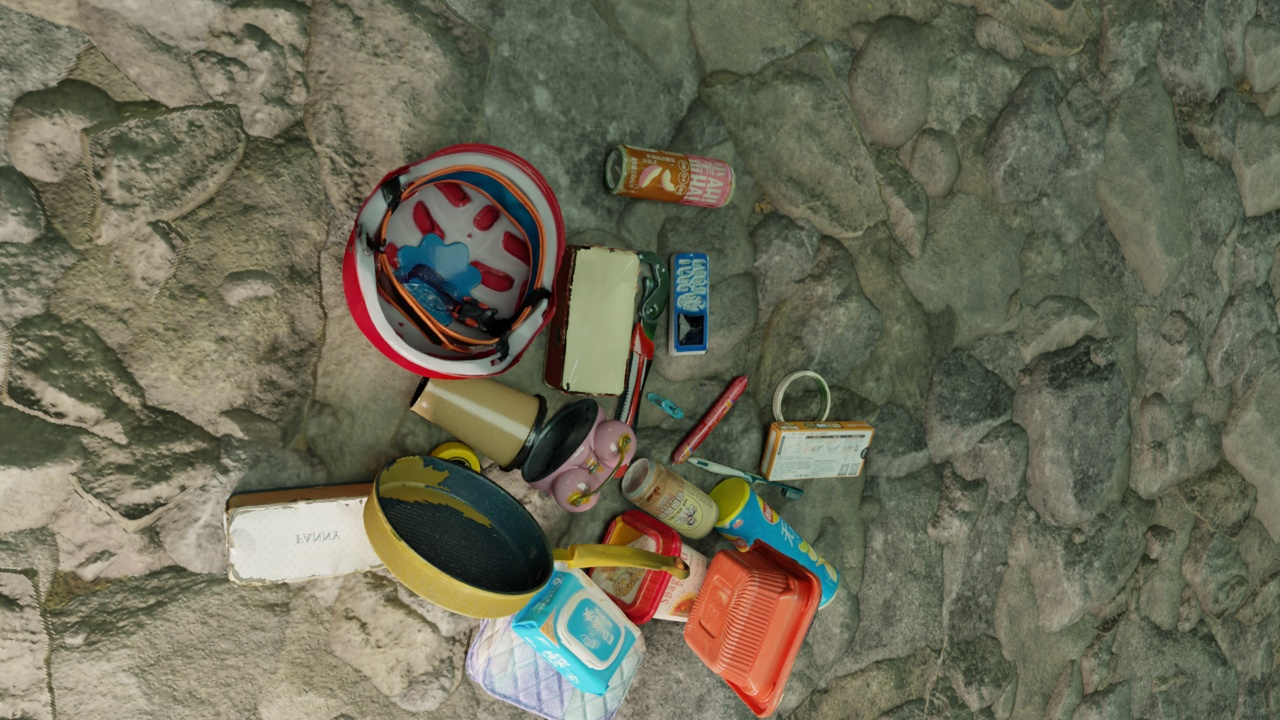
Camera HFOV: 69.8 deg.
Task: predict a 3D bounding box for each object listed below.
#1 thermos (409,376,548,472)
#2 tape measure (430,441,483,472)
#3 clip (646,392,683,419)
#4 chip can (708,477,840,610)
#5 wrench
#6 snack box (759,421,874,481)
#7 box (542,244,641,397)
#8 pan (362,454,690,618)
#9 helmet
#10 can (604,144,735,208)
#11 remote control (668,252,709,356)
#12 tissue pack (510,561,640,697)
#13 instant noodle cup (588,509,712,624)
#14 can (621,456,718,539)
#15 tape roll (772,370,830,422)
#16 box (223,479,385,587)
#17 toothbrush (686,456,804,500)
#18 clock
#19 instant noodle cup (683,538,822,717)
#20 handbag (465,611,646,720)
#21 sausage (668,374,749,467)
[{"bbox_3d":[-0.170,0.057,0.987,0.143,0.093,0.093,28,84,-18],"label":"thermos"},{"bbox_3d":[-0.205,0.117,1.002,0.060,0.029,0.057,23,103,-28],"label":"tape measure"},{"bbox_3d":[0.034,0.057,1.120,0.054,0.033,0.013,35,83,-40],"label":"clip"},{"bbox_3d":[0.172,0.240,1.185,0.210,0.071,0.071,44,77,-24],"label":"chip can"},{"bbox_3d":[-0.006,0.006,1.096,0.056,0.016,0.273,8,93,-27],"label":"wrench"},{"bbox_3d":[0.234,0.119,1.215,0.153,0.026,0.075,1,113,-26],"label":"snack box"},{"bbox_3d":[-0.051,-0.044,1.034,0.091,0.076,0.168,4,96,-26],"label":"box"},{"bbox_3d":[-0.106,0.188,0.939,0.357,0.197,0.078,26,109,-28],"label":"pan"},{"bbox_3d":[-0.194,-0.091,0.923,0.207,0.144,0.239,39,60,-19],"label":"helmet"},{"bbox_3d":[0.035,-0.212,1.064,0.147,0.058,0.058,3,96,-27],"label":"can"},{"bbox_3d":[0.058,-0.068,1.114,0.049,0.024,0.125,-3,97,-26],"label":"remote control"},{"bbox_3d":[-0.070,0.291,1.000,0.140,0.063,0.089,49,54,-17],"label":"tissue pack"},{"bbox_3d":[0.022,0.255,1.098,0.124,0.117,0.116,29,83,-39],"label":"instant noodle cup"},{"bbox_3d":[0.036,0.168,1.115,0.116,0.058,0.058,36,80,-25],"label":"can"},{"bbox_3d":[0.213,0.056,1.213,0.085,0.014,0.086,-4,99,-26],"label":"tape roll"},{"bbox_3d":[-0.326,0.173,0.938,0.184,0.060,0.090,0,97,-28],"label":"box"},{"bbox_3d":[0.137,0.153,1.188,0.191,0.016,0.018,19,99,-28],"label":"toothbrush"},{"bbox_3d":[-0.064,0.107,1.002,0.060,0.159,0.117,45,78,-21],"label":"clock"},{"bbox_3d":[0.116,0.287,1.035,0.079,0.189,0.164,23,87,-15],"label":"instant noodle cup"},{"bbox_3d":[-0.099,0.339,1.063,0.194,0.076,0.134,35,76,-27],"label":"handbag"},{"bbox_3d":[0.088,0.075,1.151,0.155,0.020,0.020,-49,114,-12],"label":"sausage"}]
